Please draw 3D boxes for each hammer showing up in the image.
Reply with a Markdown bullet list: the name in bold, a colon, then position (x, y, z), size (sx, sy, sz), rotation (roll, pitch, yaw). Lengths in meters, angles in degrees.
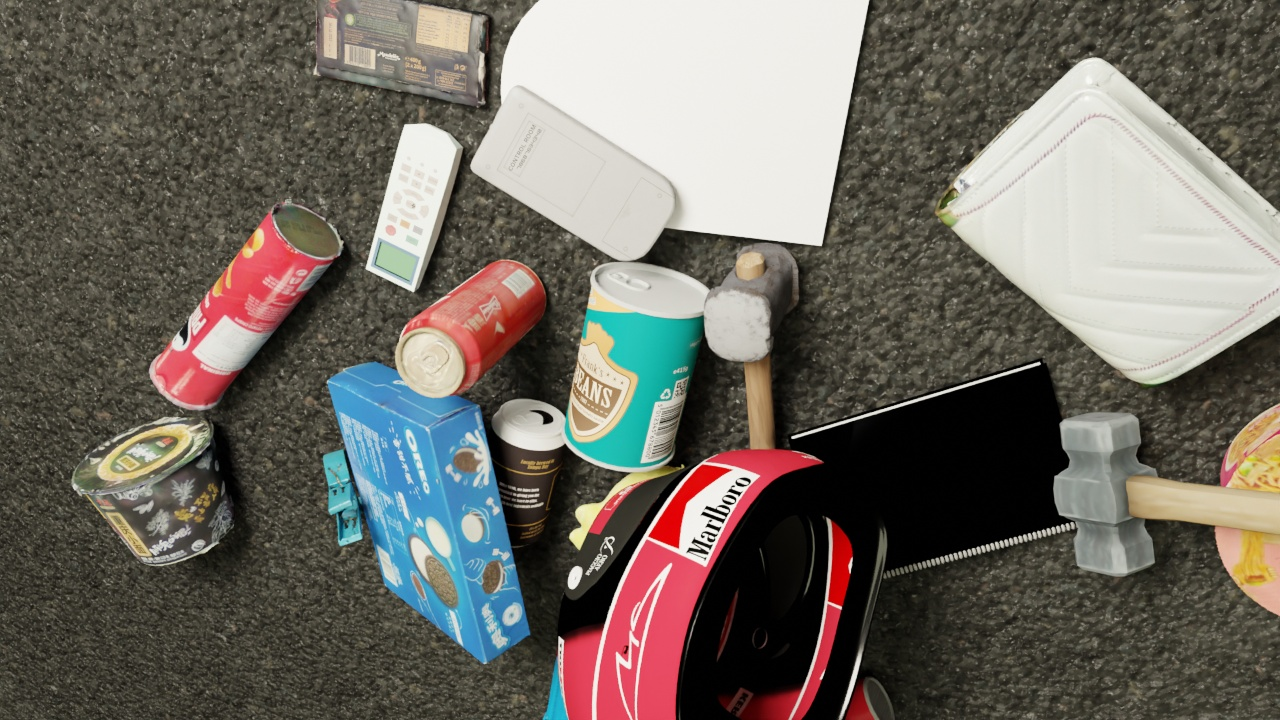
- **hammer**: position (0.103, 0.064, 0.772), size (0.052, 0.097, 0.329), rotation (6, 123, 23)
- **hammer**: position (0.414, 0.099, 0.583), size (0.323, 0.051, 0.117), rotation (-2, 97, 64)

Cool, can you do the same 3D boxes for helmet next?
- **helmet**: position (0.044, 0.194, 0.707), size (0.197, 0.225, 0.270), rotation (25, 79, -27)

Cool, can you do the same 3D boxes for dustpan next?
- **dustpan**: position (0.026, -0.203, 0.707), size (0.258, 0.053, 0.192), rotation (7, 115, 1)

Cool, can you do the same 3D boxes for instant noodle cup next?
- **instant noodle cup**: position (0.506, 0.099, 0.661), size (0.179, 0.077, 0.179), rotation (6, 113, 15)
- **instant noodle cup**: position (-0.492, 0.138, 0.953), size (0.137, 0.137, 0.112), rotation (-1, 120, 17)

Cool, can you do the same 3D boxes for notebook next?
- **notebook**: position (0.243, 0.098, 0.753), size (0.207, 0.016, 0.149), rotation (-18, 106, 12)

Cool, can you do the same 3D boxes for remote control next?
- **remote control**: position (-0.195, -0.135, 0.797), size (0.049, 0.024, 0.144), rotation (26, 115, 4)
- **remote control**: position (-0.048, -0.139, 0.700), size (0.151, 0.019, 0.074), rotation (31, 113, -9)

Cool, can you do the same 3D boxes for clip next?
- **clip**: position (-0.287, 0.150, 0.907), size (0.031, 0.130, 0.121), rotation (-15, 130, -16)

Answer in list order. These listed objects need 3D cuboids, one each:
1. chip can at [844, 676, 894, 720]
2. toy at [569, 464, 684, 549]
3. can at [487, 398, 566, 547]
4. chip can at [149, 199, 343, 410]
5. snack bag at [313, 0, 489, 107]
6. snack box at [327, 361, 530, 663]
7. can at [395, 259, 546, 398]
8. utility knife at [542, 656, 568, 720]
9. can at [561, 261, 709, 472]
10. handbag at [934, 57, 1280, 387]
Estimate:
- **chip can**: position (0.142, 0.370, 0.900), size (0.215, 0.051, 0.052), rotation (-32, 100, 26)
- **toy**: position (0.013, 0.166, 0.844), size (0.155, 0.064, 0.171), rotation (15, 116, 4)
- **can**: position (-0.112, 0.106, 0.850), size (0.072, 0.071, 0.129), rotation (20, 116, 8)
- **chip can**: position (-0.372, -0.048, 0.861), size (0.073, 0.073, 0.234), rotation (46, 116, -6)
- **snack bag**: position (-0.196, -0.257, 0.748), size (0.155, 0.018, 0.075), rotation (14, 116, 10)
- **snack box**: position (-0.196, 0.133, 0.843), size (0.196, 0.056, 0.239), rotation (16, 121, 47)
- **can**: position (-0.133, -0.029, 0.743), size (0.067, 0.169, 0.067), rotation (6, 114, 13)
- **utility knife**: position (-0.080, 0.323, 0.968), size (0.031, 0.015, 0.225), rotation (12, 114, 6)
- **can**: position (-0.004, 0.004, 0.759), size (0.099, 0.099, 0.144), rotation (17, 116, 9)
- **handbag**: position (0.324, -0.089, 0.627), size (0.198, 0.095, 0.142), rotation (40, 131, -4)
